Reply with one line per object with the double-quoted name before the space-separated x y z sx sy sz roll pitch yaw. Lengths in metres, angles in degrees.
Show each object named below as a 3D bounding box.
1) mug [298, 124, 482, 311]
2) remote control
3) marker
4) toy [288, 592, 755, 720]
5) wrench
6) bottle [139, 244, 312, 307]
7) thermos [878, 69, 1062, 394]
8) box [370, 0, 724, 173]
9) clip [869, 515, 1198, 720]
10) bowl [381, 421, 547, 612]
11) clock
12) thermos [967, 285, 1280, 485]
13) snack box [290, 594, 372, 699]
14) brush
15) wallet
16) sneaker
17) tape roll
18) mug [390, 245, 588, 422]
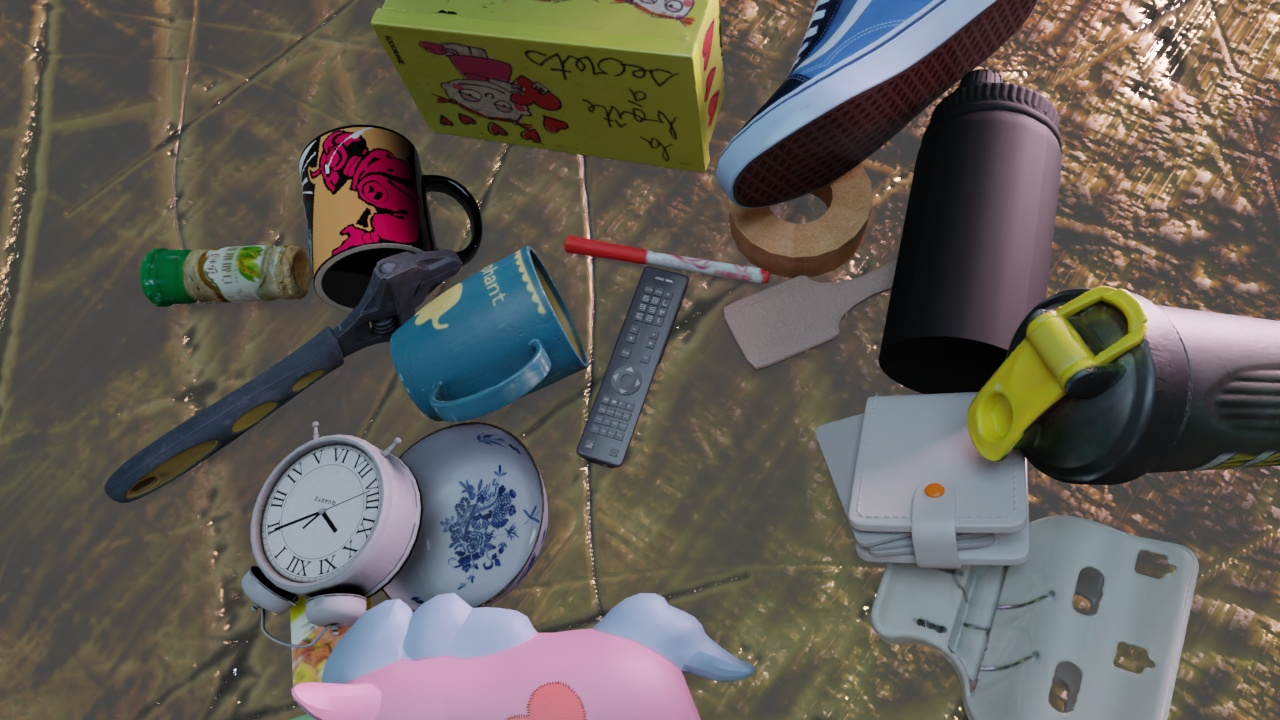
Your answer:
"mug" -0.168 -0.096 0.631 0.117 0.082 0.098 -4 62 -24
"remote control" -0.004 0.003 0.590 0.032 0.015 0.136 15 72 14
"marker" 0.017 -0.068 0.621 0.142 0.013 0.012 11 68 12
"toy" -0.060 0.178 0.464 0.222 0.120 0.171 -34 86 -11
"wrench" -0.229 0.012 0.596 0.273 0.073 0.022 -34 65 0
"bottle" -0.291 -0.060 0.646 0.111 0.043 0.043 -1 66 7
"thermos" 0.205 -0.083 0.559 0.086 0.086 0.198 11 68 13
"box" -0.054 -0.206 0.634 0.221 0.124 0.079 14 69 12
"clip" 0.201 0.146 0.485 0.152 0.101 0.126 6 62 42
"bowl" -0.101 0.098 0.542 0.114 0.045 0.114 -8 64 16
"clock" -0.178 0.100 0.520 0.095 0.035 0.122 8 68 23
"thermos" 0.282 0.014 0.464 0.220 0.098 0.098 3 64 -18
"snack box" -0.188 0.128 0.555 0.040 0.029 0.147 -14 65 2
"brush" 0.122 -0.036 0.592 0.135 0.015 0.050 -22 66 -8
"wallet" 0.150 0.061 0.504 0.115 0.037 0.118 -4 36 24
"sneaker" 0.131 -0.193 0.586 0.241 0.083 0.098 -37 66 -6
"tape roll" 0.106 -0.103 0.614 0.094 0.027 0.093 -3 66 7
"mug" -0.094 -0.004 0.562 0.104 0.084 0.112 -25 31 4
